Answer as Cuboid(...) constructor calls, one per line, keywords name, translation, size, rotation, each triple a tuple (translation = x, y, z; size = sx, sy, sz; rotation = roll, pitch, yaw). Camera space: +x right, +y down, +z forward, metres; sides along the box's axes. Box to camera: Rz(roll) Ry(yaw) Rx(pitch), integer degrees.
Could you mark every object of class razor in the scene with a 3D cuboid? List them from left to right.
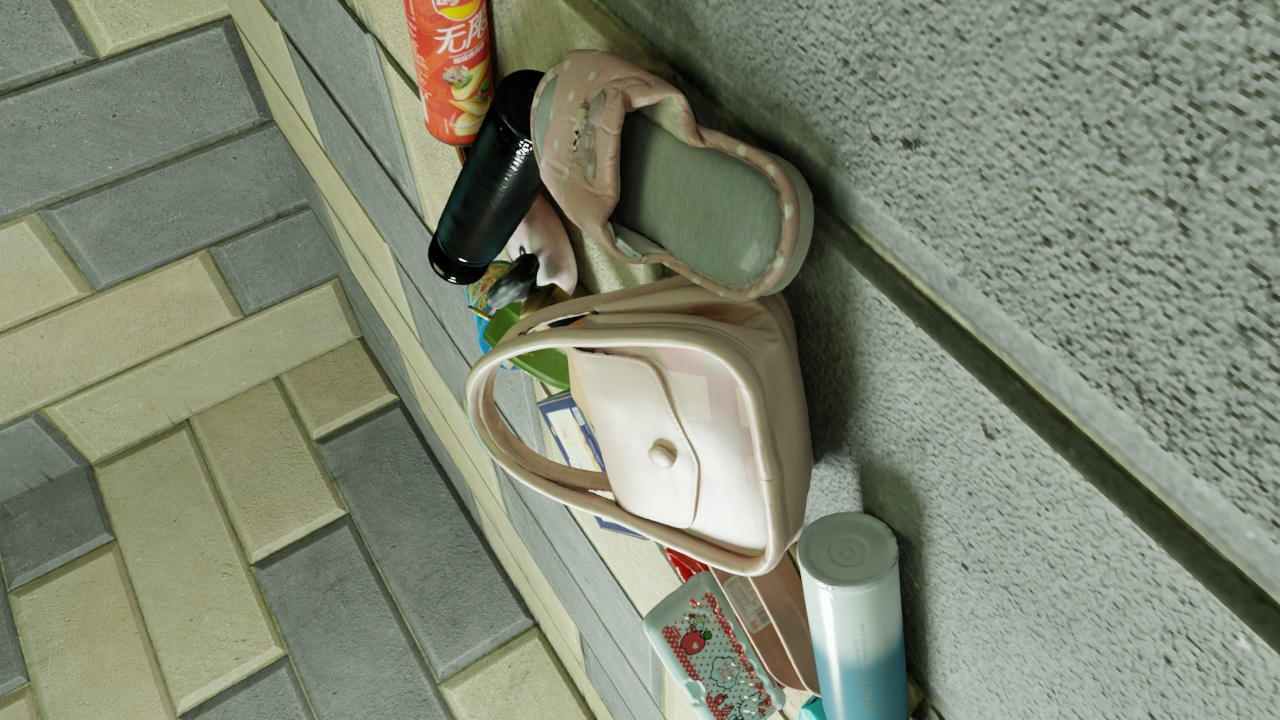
Cuboid(name="razor", translation=(-0.060, -0.030, 0.797), size=(0.167, 0.062, 0.068), rotation=(39, 168, 13))

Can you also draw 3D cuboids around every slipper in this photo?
Cuboid(name="slipper", translation=(-0.004, -0.118, 0.564), size=(0.274, 0.054, 0.114), rotation=(41, 122, 42))

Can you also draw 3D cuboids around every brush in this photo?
Cuboid(name="brush", translation=(0.112, 0.208, 0.754), size=(0.145, 0.063, 0.073), rotation=(62, 172, -3))

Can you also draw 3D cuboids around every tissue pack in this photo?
Cuboid(name="tissue pack", translation=(0.186, 0.335, 0.756), size=(0.133, 0.050, 0.093), rotation=(45, 154, 40))

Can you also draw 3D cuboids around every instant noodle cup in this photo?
Cuboid(name="instant noodle cup", translation=(-0.149, -0.059, 1.032), size=(0.110, 0.099, 0.099), rotation=(-126, 18, -48))

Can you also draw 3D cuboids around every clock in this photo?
Cuboid(name="clock", translation=(-0.091, -0.017, 0.922), size=(0.116, 0.056, 0.161), rotation=(38, -173, 35))

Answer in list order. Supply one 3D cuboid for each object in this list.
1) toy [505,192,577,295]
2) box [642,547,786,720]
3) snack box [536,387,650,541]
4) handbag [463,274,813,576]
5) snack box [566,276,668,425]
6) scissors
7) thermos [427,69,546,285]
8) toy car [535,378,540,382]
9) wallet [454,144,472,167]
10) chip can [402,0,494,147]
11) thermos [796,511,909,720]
Cuboid(name="toy", translation=(-0.105, -0.127, 0.880), size=(0.159, 0.054, 0.121), rotation=(70, 161, 1))
Cuboid(name="box", translation=(0.061, 0.260, 0.860), size=(0.095, 0.100, 0.201), rotation=(32, 154, 57))
Cuboid(name="snack box", translation=(-0.044, 0.113, 1.056), size=(0.178, 0.045, 0.183), rotation=(63, 161, -4))
Cuboid(name="handbag", translation=(-0.008, 0.040, 0.610), size=(0.234, 0.093, 0.193), rotation=(3, 126, 22))
Cuboid(name="snack box", translation=(0.002, 0.007, 0.710), size=(0.077, 0.094, 0.093), rotation=(51, 158, 28))
Cuboid(name="scissors", translation=(0.067, 0.269, 0.980), size=(0.162, 0.012, 0.162), rotation=(44, -162, -18))
Cuboid(name="thermos", translation=(-0.127, -0.154, 0.786), size=(0.243, 0.068, 0.089), rotation=(-40, 49, 56))
Cuboid(name="toy car", translation=(-0.114, -0.004, 1.089), size=(0.043, 0.036, 0.091), rotation=(63, 162, 2))
Cuboid(name="wallet", translation=(-0.172, -0.201, 0.937), size=(0.131, 0.035, 0.119), rotation=(94, 163, -67))
Cuboid(name="chip can", translation=(-0.163, -0.278, 0.778), size=(0.073, 0.073, 0.217), rotation=(54, 160, 21))
Cuboid(name="thermos", translation=(0.153, 0.204, 0.640), size=(0.070, 0.070, 0.221), rotation=(39, 150, 50))
